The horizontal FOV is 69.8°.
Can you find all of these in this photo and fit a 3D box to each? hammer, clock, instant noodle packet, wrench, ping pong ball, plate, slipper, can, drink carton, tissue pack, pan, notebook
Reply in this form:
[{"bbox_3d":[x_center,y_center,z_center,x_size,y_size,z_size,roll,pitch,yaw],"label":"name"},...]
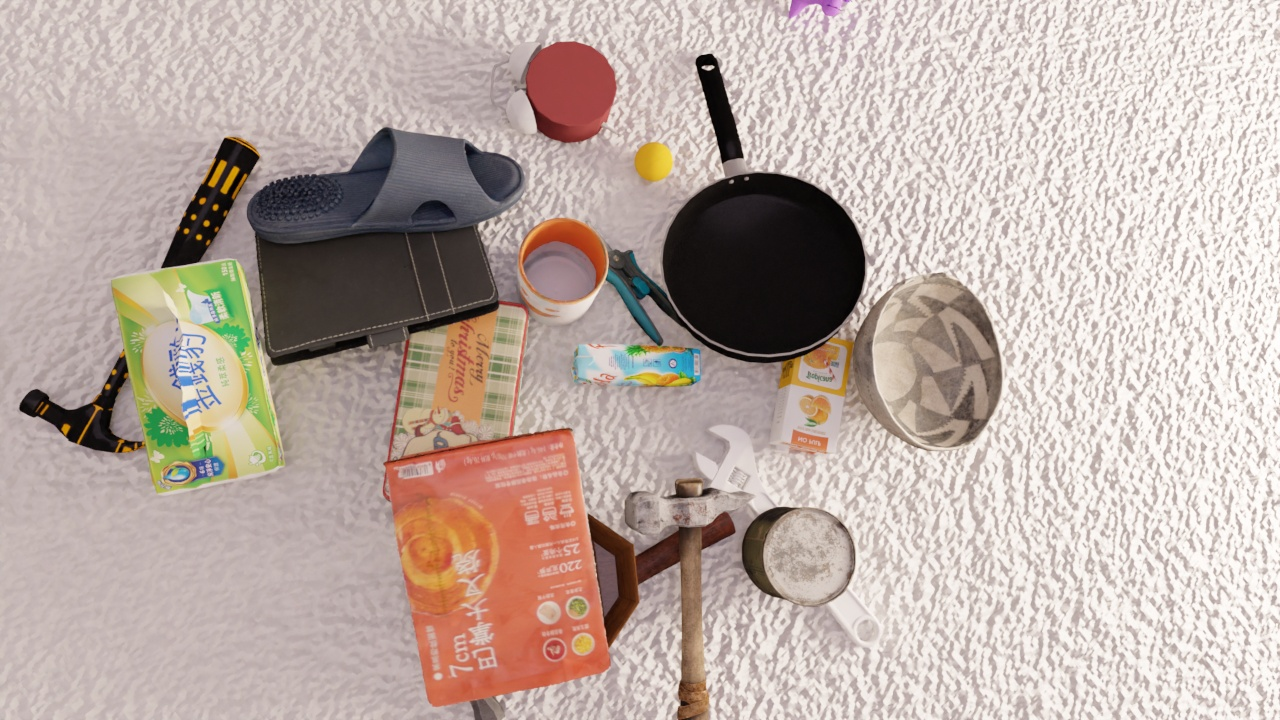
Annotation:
[{"bbox_3d":[-0.042,0.222,0.876,0.300,0.028,0.111,-27,87,-13],"label":"hammer"},{"bbox_3d":[-0.084,-0.276,0.942,0.137,0.048,0.096,4,80,-9],"label":"clock"},{"bbox_3d":[-0.121,0.178,0.798,0.164,0.084,0.221,-10,87,-7],"label":"instant noodle packet"},{"bbox_3d":[0.149,0.177,0.920,0.066,0.018,0.273,-39,89,-13],"label":"wrench"},{"bbox_3d":[-0.441,-0.066,0.859,0.123,0.036,0.320,25,80,-7],"label":"hammer"},{"bbox_3d":[0.014,-0.206,0.950,0.040,0.040,0.040,2,80,-9],"label":"ping pong ball"},{"bbox_3d":[-0.065,0.205,0.839,0.131,0.025,0.131,0,78,-1],"label":"plate"},{"bbox_3d":[-0.244,-0.177,0.869,0.263,0.083,0.101,-10,50,-7],"label":"slipper"},{"bbox_3d":[0.148,0.184,0.872,0.090,0.075,0.089,1,81,-9],"label":"can"},{"bbox_3d":[-0.005,0.005,0.911,0.129,0.044,0.038,2,80,-11],"label":"drink carton"},{"bbox_3d":[0.050,0.270,0.859,0.121,0.049,0.318,-1,89,-17],"label":"hammer"},{"bbox_3d":[-0.378,0.013,0.782,0.120,0.141,0.197,-19,93,-18],"label":"tissue pack"},{"bbox_3d":[0.107,-0.163,0.949,0.204,0.044,0.355,-12,70,-2],"label":"pan"},{"bbox_3d":[-0.249,-0.082,0.862,0.209,0.029,0.169,-16,56,-8],"label":"notebook"},{"bbox_3d":[0.173,0.037,0.935,0.058,0.040,0.122,13,79,-7],"label":"drink carton"}]

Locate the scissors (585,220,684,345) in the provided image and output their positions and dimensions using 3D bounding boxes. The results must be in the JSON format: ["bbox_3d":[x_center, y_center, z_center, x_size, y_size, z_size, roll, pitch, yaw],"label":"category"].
[{"bbox_3d":[-0.006,-0.079,0.935,0.144,0.019,0.126,15,62,-19],"label":"scissors"}]

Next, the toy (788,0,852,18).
[{"bbox_3d":[0.187,-0.422,1.008,0.106,0.056,0.088,21,74,-15],"label":"toy"}]

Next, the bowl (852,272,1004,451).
[{"bbox_3d":[0.279,0.006,0.933,0.178,0.081,0.178,4,80,-26],"label":"bowl"}]

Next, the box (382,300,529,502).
[{"bbox_3d":[-0.174,0.040,0.875,0.117,0.050,0.205,9,78,-8],"label":"box"}]

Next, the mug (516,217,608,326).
[{"bbox_3d":[-0.078,-0.082,0.881,0.082,0.105,0.082,2,80,-9],"label":"mug"}]
